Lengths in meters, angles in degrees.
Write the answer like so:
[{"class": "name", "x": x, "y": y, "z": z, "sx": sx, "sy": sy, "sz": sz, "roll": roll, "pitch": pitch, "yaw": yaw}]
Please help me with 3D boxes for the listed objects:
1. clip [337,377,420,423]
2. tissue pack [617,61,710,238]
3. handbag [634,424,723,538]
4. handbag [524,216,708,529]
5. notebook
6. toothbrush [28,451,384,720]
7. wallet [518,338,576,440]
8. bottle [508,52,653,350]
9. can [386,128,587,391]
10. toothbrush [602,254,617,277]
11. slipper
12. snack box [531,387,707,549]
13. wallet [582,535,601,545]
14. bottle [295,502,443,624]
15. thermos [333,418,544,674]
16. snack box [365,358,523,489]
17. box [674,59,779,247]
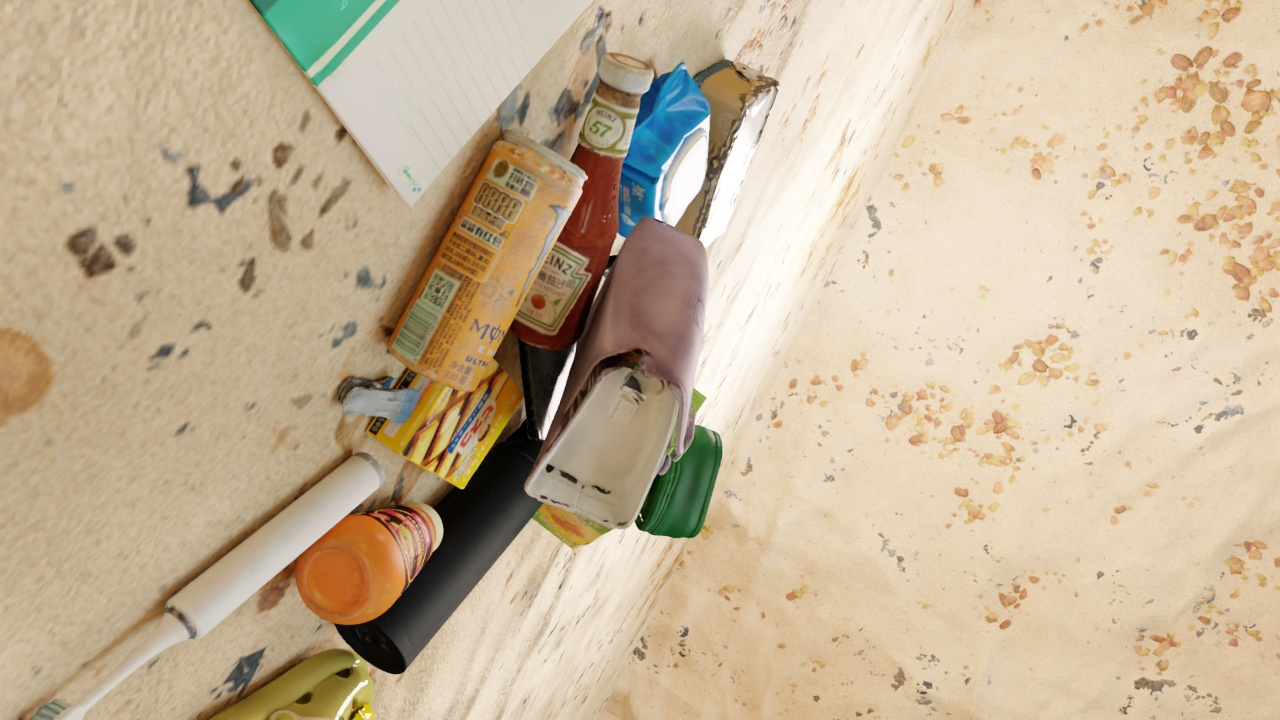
[{"class": "clip", "x": -0.156, "y": 0.022, "z": 0.537, "sx": 0.027, "sy": 0.045, "sz": 0.058, "roll": -59, "pitch": 158, "yaw": 5}, {"class": "tissue pack", "x": 0.016, "y": -0.155, "z": 0.727, "sx": 0.094, "sy": 0.052, "sz": 0.157, "roll": -57, "pitch": 166, "yaw": -16}, {"class": "handbag", "x": 0.034, "y": 0.132, "z": 1.041, "sx": 0.120, "sy": 0.068, "sz": 0.131, "roll": -172, "pitch": -84, "yaw": -70}, {"class": "handbag", "x": -0.004, "y": 0.004, "z": 0.677, "sx": 0.196, "sy": 0.098, "sz": 0.145, "roll": -77, "pitch": -173, "yaw": -54}, {"class": "notebook", "x": -0.065, "y": -0.183, "z": 0.406, "sx": 0.209, "sy": 0.012, "sz": 0.150, "roll": -52, "pitch": 162, "yaw": -10}, {"class": "toothbrush", "x": -0.220, "y": 0.119, "z": 0.488, "sx": 0.220, "sy": 0.026, "sz": 0.027, "roll": -46, "pitch": 149, "yaw": -48}, {"class": "wallet", "x": -0.071, "y": 0.014, "z": 0.742, "sx": 0.120, "sy": 0.019, "sz": 0.097, "roll": 8, "pitch": 75, "yaw": -76}, {"class": "bottle", "x": -0.040, "y": -0.103, "z": 0.621, "sx": 0.059, "sy": 0.060, "sz": 0.206, "roll": -39, "pitch": 155, "yaw": -57}, {"class": "can", "x": -0.089, "y": -0.056, "z": 0.533, "sx": 0.146, "sy": 0.058, "sz": 0.058, "roll": -61, "pitch": 167, "yaw": 3}, {"class": "toothbrush", "x": 0.004, "y": -0.106, "z": 0.875, "sx": 0.189, "sy": 0.014, "sz": 0.016, "roll": -38, "pitch": 155, "yaw": -60}, {"class": "slipper", "x": -0.238, "y": 0.267, "z": 0.620, "sx": 0.092, "sy": 0.081, "sz": 0.190, "roll": -60, "pitch": 165, "yaw": 9}, {"class": "snack box", "x": -0.031, "y": 0.102, "z": 0.941, "sx": 0.157, "sy": 0.070, "sz": 0.210, "roll": -54, "pitch": -176, "yaw": -24}, {"class": "wallet", "x": -0.037, "y": 0.153, "z": 1.062, "sx": 0.087, "sy": 0.024, "sz": 0.115, "roll": -35, "pitch": -153, "yaw": 16}, {"class": "bottle", "x": -0.172, "y": 0.127, "z": 0.621, "sx": 0.067, "sy": 0.067, "sz": 0.149, "roll": -62, "pitch": 174, "yaw": 8}, {"class": "thermos", "x": -0.129, "y": 0.136, "z": 0.734, "sx": 0.241, "sy": 0.090, "sz": 0.068, "roll": -48, "pitch": 130, "yaw": -42}, {"class": "snack box", "x": -0.130, "y": 0.036, "z": 0.637, "sx": 0.086, "sy": 0.034, "sz": 0.140, "roll": -57, "pitch": 168, "yaw": -11}, {"class": "box", "x": 0.062, "y": -0.178, "z": 0.847, "sx": 0.089, "sy": 0.060, "sz": 0.185, "roll": -43, "pitch": 160, "yaw": -51}]
